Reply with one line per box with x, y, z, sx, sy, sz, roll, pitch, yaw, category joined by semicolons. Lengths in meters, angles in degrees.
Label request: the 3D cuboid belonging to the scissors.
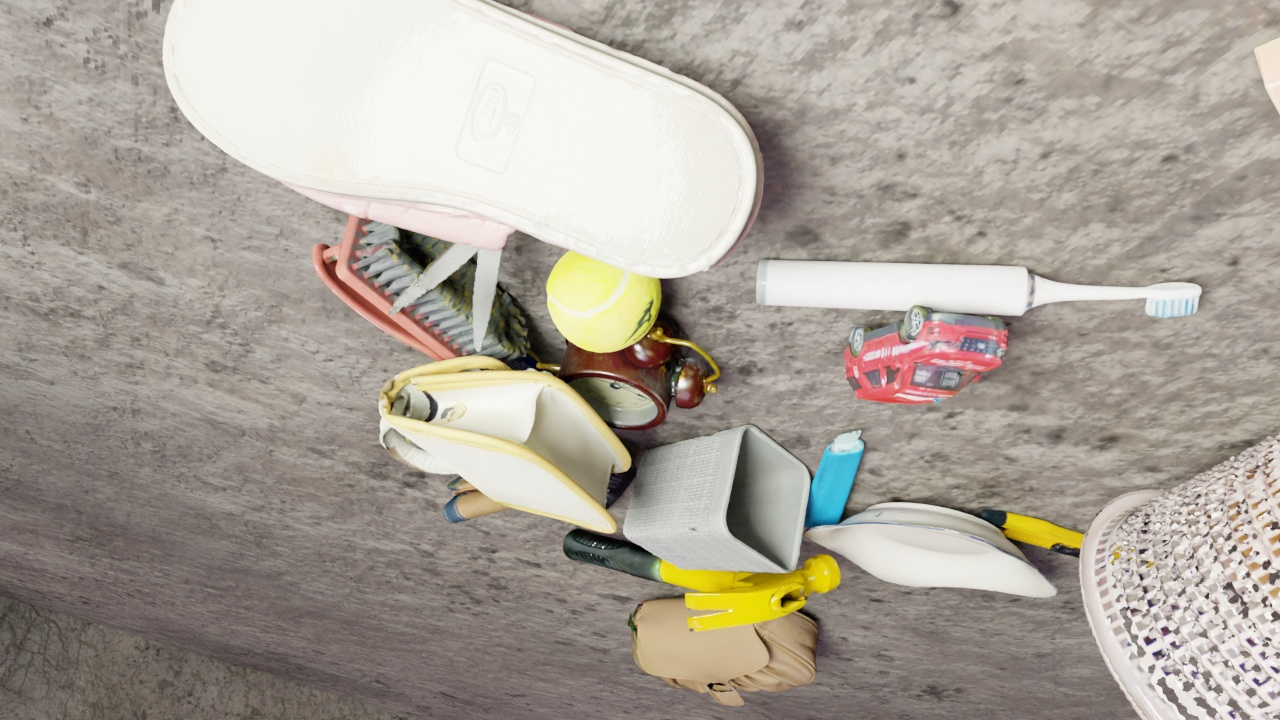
-0.075;-0.076;0.487;0.159;0.014;0.179;-7;130;8;scissors

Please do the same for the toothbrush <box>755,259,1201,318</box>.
0.173;-0.038;0.487;0.221;0.026;0.026;3;123;16;toothbrush

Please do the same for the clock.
-0.004;0.003;0.592;0.122;0.055;0.082;-9;142;37;clock

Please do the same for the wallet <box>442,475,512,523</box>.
-0.101;0.093;0.749;0.116;0.090;0.033;-18;108;41;wallet

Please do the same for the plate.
0.233;0.149;0.738;0.163;0.034;0.165;33;153;-35;plate

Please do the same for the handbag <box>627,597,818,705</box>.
0.090;0.320;1.022;0.205;0.099;0.148;-15;136;33;handbag

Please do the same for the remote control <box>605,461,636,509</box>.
-0.038;0.102;0.795;0.053;0.024;0.137;17;150;-10;remote control

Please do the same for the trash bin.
0.397;0.118;0.497;0.227;0.226;0.193;17;136;-6;trash bin

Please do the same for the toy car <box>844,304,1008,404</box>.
0.154;0.000;0.507;0.053;0.045;0.121;6;169;-9;toy car

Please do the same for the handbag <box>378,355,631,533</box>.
-0.107;0.052;0.616;0.179;0.063;0.163;6;155;24;handbag

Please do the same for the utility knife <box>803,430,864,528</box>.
0.151;0.095;0.717;0.034;0.018;0.162;-1;147;0;utility knife

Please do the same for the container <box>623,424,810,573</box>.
0.056;0.113;0.717;0.115;0.090;0.090;-15;138;43;container

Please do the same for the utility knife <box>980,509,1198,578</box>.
0.358;0.149;0.724;0.192;0.015;0.033;15;152;-2;utility knife

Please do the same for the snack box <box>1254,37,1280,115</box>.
0.315;-0.083;0.357;0.157;0.026;0.085;35;143;-31;snack box

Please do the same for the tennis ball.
-0.021;-0.037;0.525;0.065;0.065;0.066;10;149;6;tennis ball

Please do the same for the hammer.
0.025;0.185;0.820;0.128;0.033;0.301;-11;-174;-38;hammer

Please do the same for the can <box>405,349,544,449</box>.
-0.128;0.035;0.698;0.074;0.049;0.149;27;146;-22;can

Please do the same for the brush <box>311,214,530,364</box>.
-0.133;-0.036;0.575;0.069;0.063;0.146;-19;139;25;brush

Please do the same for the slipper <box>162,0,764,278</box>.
-0.078;-0.108;0.408;0.274;0.114;0.054;17;-166;6;slipper
